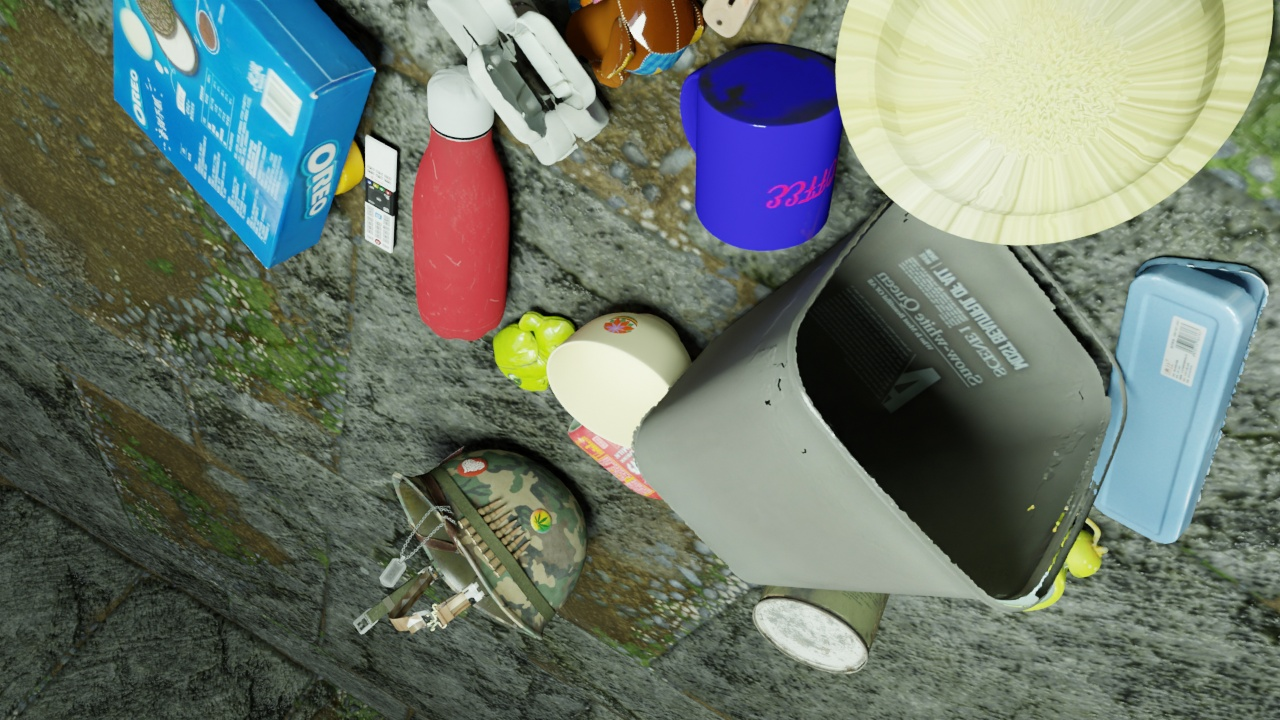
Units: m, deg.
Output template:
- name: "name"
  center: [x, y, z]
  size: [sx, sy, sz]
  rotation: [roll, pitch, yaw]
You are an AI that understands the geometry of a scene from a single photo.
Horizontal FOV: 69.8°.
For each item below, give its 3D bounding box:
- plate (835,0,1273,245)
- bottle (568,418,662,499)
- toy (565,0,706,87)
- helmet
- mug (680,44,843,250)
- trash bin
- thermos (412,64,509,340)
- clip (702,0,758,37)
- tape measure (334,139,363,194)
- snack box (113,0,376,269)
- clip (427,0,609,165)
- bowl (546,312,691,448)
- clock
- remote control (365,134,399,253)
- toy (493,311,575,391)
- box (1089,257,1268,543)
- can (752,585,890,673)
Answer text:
- name: "plate"
  center: [0.181, -0.129, 0.414]
  size: [0.184, 0.036, 0.185]
  rotation: [9, 124, 13]
- name: "bottle"
  center: [0.004, 0.087, 0.825]
  size: [0.137, 0.061, 0.062]
  rotation: [40, 143, -13]
- name: "toy"
  center: [-0.014, -0.206, 0.512]
  size: [0.090, 0.070, 0.103]
  rotation: [13, 128, 50]
- name: "helmet"
  center: [-0.175, 0.199, 0.939]
  size: [0.224, 0.235, 0.193]
  rotation: [40, 158, -16]
- name: "mug"
  center: [0.062, -0.129, 0.526]
  size: [0.111, 0.079, 0.084]
  rotation: [45, 154, 33]
- name: "trash bin"
  center: [0.127, 0.038, 0.571]
  size: [0.197, 0.197, 0.221]
  rotation: [47, 149, -7]
- name: "thermos"
  center: [-0.133, -0.112, 0.683]
  size: [0.073, 0.073, 0.240]
  rotation: [26, 143, 9]
- name: "clip"
  center: [0.053, -0.195, 0.484]
  size: [0.026, 0.049, 0.061]
  rotation: [38, 116, -9]
- name: "tape measure"
  center: [-0.249, -0.166, 0.737]
  size: [0.059, 0.030, 0.068]
  rotation: [30, 140, 18]
- name: "snack box"
  center: [-0.307, -0.205, 0.687]
  size: [0.195, 0.056, 0.240]
  rotation: [48, 143, 0]
- name: "clip"
  center: [-0.064, -0.180, 0.548]
  size: [0.125, 0.089, 0.150]
  rotation: [50, 176, -25]
- name: "bowl"
  center: [-0.004, 0.004, 0.721]
  size: [0.118, 0.073, 0.118]
  rotation: [20, 142, 16]
- name: "clock"
  center: [0.284, 0.136, 0.679]
  size: [0.083, 0.056, 0.119]
  rotation: [33, 138, 0]
- name: "remote control"
  center: [-0.215, -0.138, 0.765]
  size: [0.028, 0.011, 0.124]
  rotation: [30, 144, 4]
- name: "toy"
  center: [-0.092, -0.007, 0.808]
  size: [0.094, 0.036, 0.094]
  rotation: [5, 134, 24]
- name: "box"
  center: [0.320, 0.024, 0.555]
  size: [0.067, 0.052, 0.210]
  rotation: [32, 149, 40]
- name: "can"
  center: [0.141, 0.181, 0.702]
  size: [0.090, 0.074, 0.090]
  rotation: [21, 141, 17]
